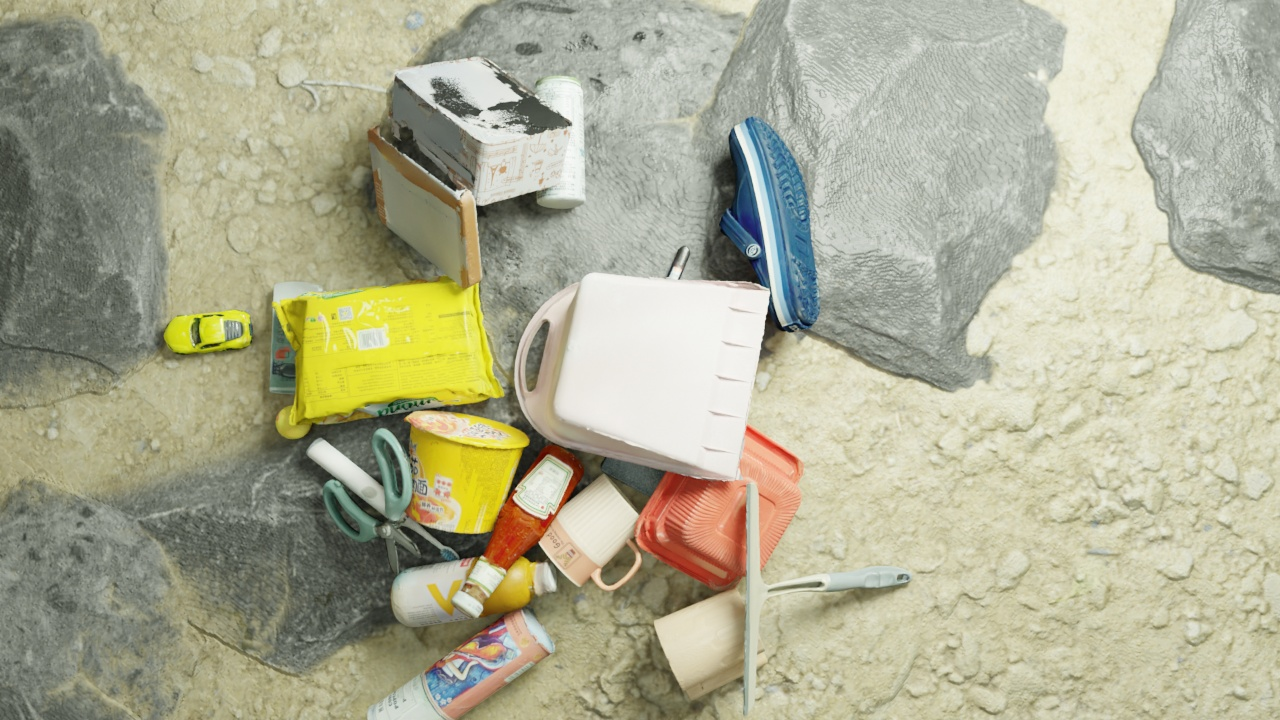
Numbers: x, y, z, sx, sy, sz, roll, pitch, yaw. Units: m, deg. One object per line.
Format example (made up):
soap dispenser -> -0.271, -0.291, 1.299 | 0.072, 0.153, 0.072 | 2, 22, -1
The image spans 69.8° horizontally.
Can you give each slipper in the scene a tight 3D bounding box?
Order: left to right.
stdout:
slipper -> 0.145, -0.152, 1.066 | 0.095, 0.105, 0.252 | -15, 81, 27

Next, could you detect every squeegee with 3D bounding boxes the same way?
squeegee -> 0.208, 0.254, 1.042 | 0.246, 0.039, 0.246 | 1, 90, -29

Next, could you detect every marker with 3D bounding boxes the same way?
marker -> 0.031, -0.080, 1.101 | 0.018, 0.015, 0.123 | 23, 86, 0

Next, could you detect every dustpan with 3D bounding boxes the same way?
dustpan -> -0.006, 0.006, 1.044 | 0.273, 0.139, 0.222 | 15, 78, -4

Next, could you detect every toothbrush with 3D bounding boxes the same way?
toothbrush -> -0.302, 0.169, 1.088 | 0.221, 0.026, 0.027 | 38, 100, 2

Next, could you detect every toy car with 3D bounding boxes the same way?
toy car -> -0.517, -0.034, 1.094 | 0.105, 0.032, 0.048 | -6, 88, 2

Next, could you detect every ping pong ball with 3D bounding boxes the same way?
ping pong ball -> -0.410, 0.073, 1.085 | 0.040, 0.040, 0.040 | 0, 88, 0

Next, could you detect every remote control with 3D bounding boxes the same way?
remote control -> -0.412, -0.027, 1.099 | 0.056, 0.019, 0.135 | 2, 88, 1

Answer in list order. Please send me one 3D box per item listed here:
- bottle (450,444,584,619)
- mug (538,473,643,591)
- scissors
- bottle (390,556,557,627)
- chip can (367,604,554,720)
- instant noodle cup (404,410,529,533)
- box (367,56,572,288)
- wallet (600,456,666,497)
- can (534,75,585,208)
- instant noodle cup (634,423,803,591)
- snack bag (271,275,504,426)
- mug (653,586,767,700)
bottle -> -0.136, 0.188, 1.010 | 0.060, 0.060, 0.205 | 33, 65, 1
mug -> -0.047, 0.204, 1.053 | 0.106, 0.082, 0.114 | -41, 72, -3
scissors -> -0.307, 0.156, 1.036 | 0.179, 0.019, 0.170 | 3, 103, 35
bottle -> -0.189, 0.260, 1.048 | 0.190, 0.068, 0.068 | -11, 88, 11
chip can -> -0.205, 0.368, 1.059 | 0.214, 0.071, 0.071 | -34, 88, -1
instant noodle cup -> -0.204, 0.127, 1.041 | 0.138, 0.138, 0.110 | 14, 97, 1
box -> -0.197, -0.208, 1.043 | 0.156, 0.194, 0.183 | -26, 55, -37
wallet -> 0.021, 0.101, 1.093 | 0.097, 0.019, 0.121 | 29, 90, 3
can -> -0.095, -0.256, 1.085 | 0.058, 0.058, 0.146 | -2, 88, 0
instant noodle cup -> 0.100, 0.166, 1.034 | 0.164, 0.079, 0.189 | 31, 89, -26
snack bag -> -0.292, -0.016, 1.065 | 0.246, 0.068, 0.158 | -9, 88, -5
mug -> 0.085, 0.330, 1.052 | 0.103, 0.084, 0.125 | -24, 122, -1
